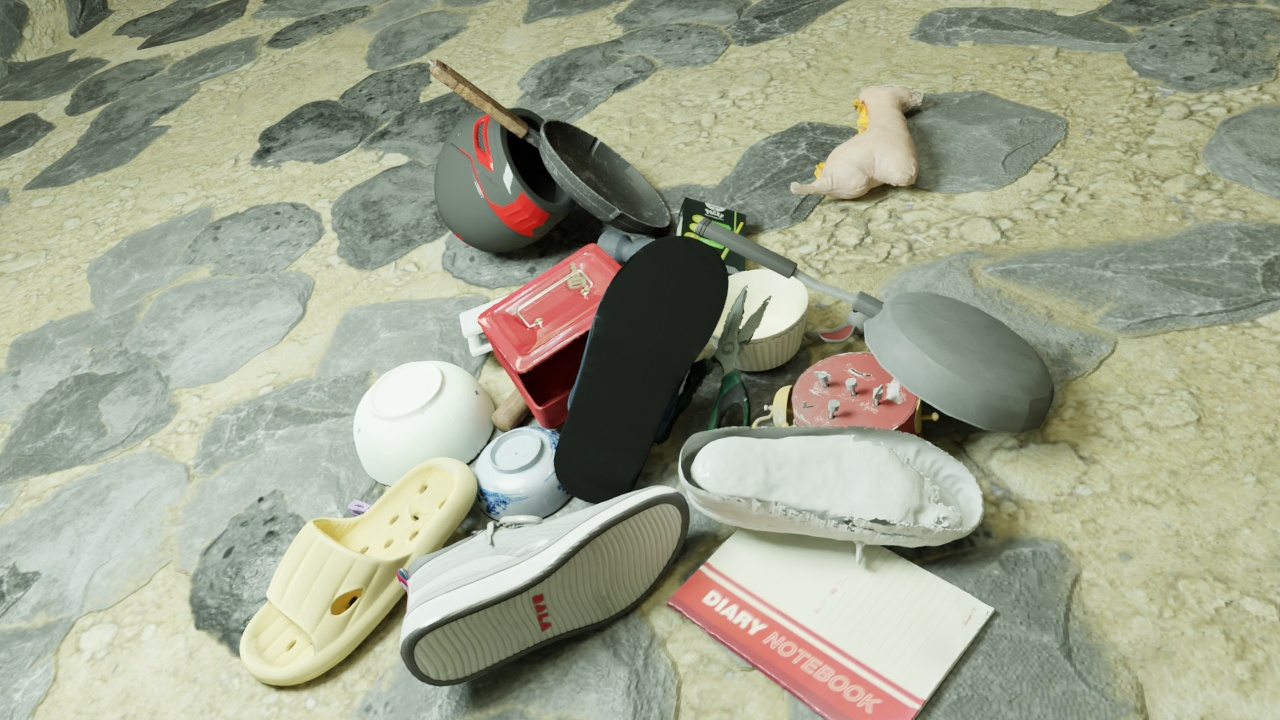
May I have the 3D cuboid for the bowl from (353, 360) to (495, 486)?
[{"bbox_3d":[-0.238,0.055,0.976,0.153,0.073,0.153,-10,41,9],"label":"bowl"}]

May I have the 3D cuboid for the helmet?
[{"bbox_3d":[-0.189,-0.236,1.218,0.170,0.164,0.264,-32,40,29],"label":"helmet"}]

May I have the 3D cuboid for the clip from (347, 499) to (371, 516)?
[{"bbox_3d":[-0.275,0.148,0.915,0.052,0.042,0.014,28,57,23],"label":"clip"}]

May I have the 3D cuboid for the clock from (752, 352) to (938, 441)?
[{"bbox_3d":[0.179,0.051,0.832,0.159,0.081,0.117,-15,40,1],"label":"clock"}]

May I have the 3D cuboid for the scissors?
[{"bbox_3d":[0.058,0.013,0.909,0.142,0.015,0.209,5,71,35],"label":"scissors"}]

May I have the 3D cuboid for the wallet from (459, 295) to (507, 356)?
[{"bbox_3d":[-0.151,-0.051,1.075,0.115,0.037,0.118,-22,20,-6],"label":"wallet"}]

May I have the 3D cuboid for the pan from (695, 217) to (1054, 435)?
[{"bbox_3d":[0.213,-0.049,0.837,0.357,0.041,0.178,28,32,8],"label":"pan"}]

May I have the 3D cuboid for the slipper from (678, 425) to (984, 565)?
[{"bbox_3d":[0.155,0.109,0.758,0.247,0.075,0.112,4,72,7],"label":"slipper"}]

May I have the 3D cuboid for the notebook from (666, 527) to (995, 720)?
[{"bbox_3d":[0.146,0.197,0.732,0.209,0.012,0.152,26,54,38],"label":"notebook"}]

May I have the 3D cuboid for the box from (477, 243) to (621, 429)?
[{"bbox_3d":[-0.070,-0.025,0.955,0.157,0.112,0.134,-33,48,-8],"label":"box"}]

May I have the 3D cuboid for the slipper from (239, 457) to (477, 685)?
[{"bbox_3d":[-0.258,0.175,0.832,0.111,0.079,0.260,26,61,37],"label":"slipper"}]

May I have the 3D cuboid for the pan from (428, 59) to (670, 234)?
[{"bbox_3d":[-0.110,-0.260,1.134,0.040,0.356,0.207,-49,31,24],"label":"pan"}]

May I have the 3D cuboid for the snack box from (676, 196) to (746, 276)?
[{"bbox_3d":[0.083,-0.134,1.090,0.080,0.025,0.147,15,43,-7],"label":"snack box"}]

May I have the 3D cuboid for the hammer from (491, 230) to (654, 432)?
[{"bbox_3d":[-0.063,-0.035,1.050,0.129,0.040,0.320,18,52,28],"label":"hammer"}]

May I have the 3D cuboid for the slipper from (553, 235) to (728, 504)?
[{"bbox_3d":[-0.005,0.005,0.884,0.109,0.265,0.083,22,4,-3],"label":"slipper"}]

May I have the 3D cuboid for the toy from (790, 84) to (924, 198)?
[{"bbox_3d":[0.288,-0.296,1.203,0.196,0.065,0.263,-3,40,7],"label":"toy"}]

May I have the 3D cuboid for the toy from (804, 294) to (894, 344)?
[{"bbox_3d":[0.229,-0.041,0.960,0.111,0.030,0.049,-25,12,-13],"label":"toy"}]

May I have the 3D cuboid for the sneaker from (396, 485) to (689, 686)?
[{"bbox_3d":[-0.086,0.168,0.785,0.262,0.097,0.129,-23,30,-15],"label":"sneaker"}]

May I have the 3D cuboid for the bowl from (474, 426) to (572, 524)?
[{"bbox_3d":[-0.116,0.102,0.902,0.114,0.045,0.114,-10,41,8],"label":"bowl"}]

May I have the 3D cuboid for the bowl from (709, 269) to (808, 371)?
[{"bbox_3d":[0.122,-0.037,0.966,0.115,0.062,0.115,-10,41,8],"label":"bowl"}]
